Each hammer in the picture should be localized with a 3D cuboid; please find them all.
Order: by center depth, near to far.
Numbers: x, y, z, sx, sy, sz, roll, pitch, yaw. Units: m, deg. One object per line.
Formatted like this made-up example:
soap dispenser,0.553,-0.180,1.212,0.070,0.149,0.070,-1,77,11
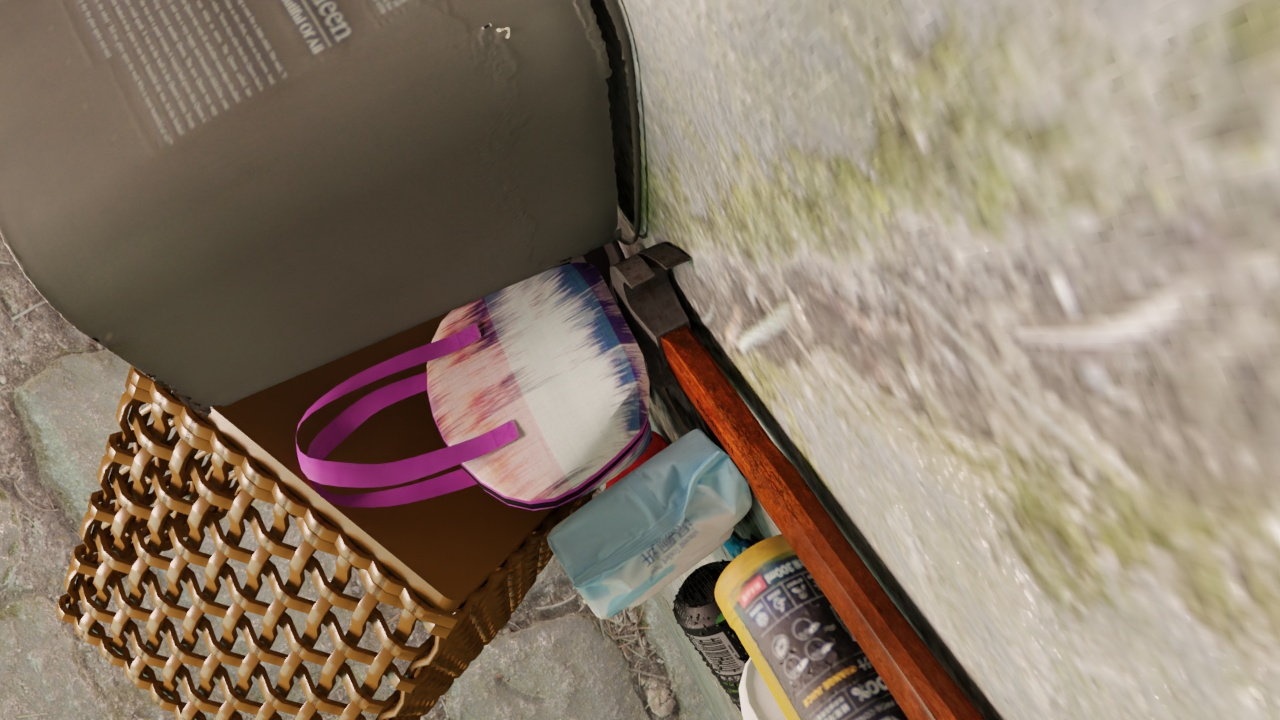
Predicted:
hammer,0.060,0.057,0.373,0.300,0.028,0.111,57,170,40

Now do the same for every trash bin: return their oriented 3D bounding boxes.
trash bin,-0.143,-0.107,0.407,0.197,0.220,0.198,57,170,19

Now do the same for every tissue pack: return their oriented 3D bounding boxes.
tissue pack,0.005,0.106,0.572,0.070,0.112,0.182,54,171,9

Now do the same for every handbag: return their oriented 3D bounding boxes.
handbag,-0.086,0.022,0.462,0.068,0.169,0.144,84,163,-51

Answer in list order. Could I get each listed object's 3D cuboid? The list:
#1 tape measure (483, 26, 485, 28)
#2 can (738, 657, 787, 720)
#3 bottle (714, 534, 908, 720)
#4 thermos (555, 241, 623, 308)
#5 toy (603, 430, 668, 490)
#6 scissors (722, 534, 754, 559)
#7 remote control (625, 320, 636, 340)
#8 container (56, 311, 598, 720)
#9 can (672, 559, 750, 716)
tape measure,-0.123,-0.223,0.640,0.066,0.036,0.058,75,176,-70
can,0.086,0.182,0.470,0.064,0.064,0.127,58,170,38
bottle,0.095,0.157,0.370,0.186,0.053,0.053,57,170,39
thermos,-0.073,-0.062,0.652,0.082,0.082,0.240,65,172,-11
toy,0.011,0.087,0.733,0.094,0.088,0.132,-38,55,50
scissors,0.071,0.135,0.620,0.066,0.015,0.135,63,175,-14
remote control,-0.004,0.004,0.663,0.032,0.015,0.136,62,175,14
container,-0.181,0.099,0.611,0.219,0.215,0.250,37,-152,7
can,0.071,0.183,0.557,0.138,0.054,0.054,58,175,-22
